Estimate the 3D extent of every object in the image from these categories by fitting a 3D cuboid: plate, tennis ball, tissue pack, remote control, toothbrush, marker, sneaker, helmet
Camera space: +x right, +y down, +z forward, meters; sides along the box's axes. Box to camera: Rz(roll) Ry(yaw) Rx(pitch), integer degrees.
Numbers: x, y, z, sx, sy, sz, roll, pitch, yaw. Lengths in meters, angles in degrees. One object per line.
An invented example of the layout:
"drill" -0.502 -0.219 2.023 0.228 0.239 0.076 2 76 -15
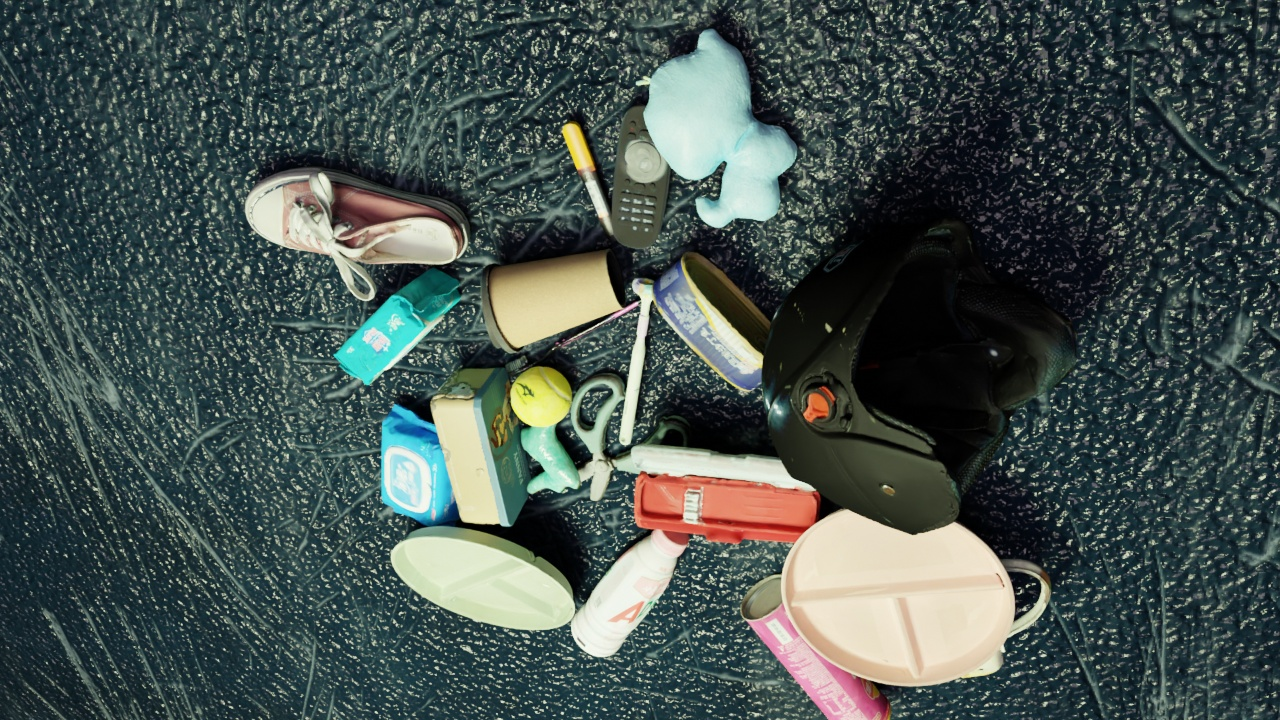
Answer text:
"plate" 0.262 0.239 0.946 0.230 0.028 0.230 8 118 15
"tennis ball" -0.106 0.039 0.980 0.065 0.065 0.065 6 119 11
"tissue pack" -0.251 -0.037 0.962 0.134 0.093 0.050 -38 99 29
"remote control" 0.002 -0.172 0.861 0.053 0.024 0.137 11 118 8
"toothbrush" -0.070 -0.027 0.966 0.190 0.014 0.018 -28 87 24
"marker" -0.045 -0.170 0.882 0.018 0.015 0.124 -12 117 22
"sneaker" -0.296 -0.134 0.924 0.241 0.087 0.118 11 120 8
"tissue pack" -0.256 0.132 1.067 0.095 0.052 0.157 20 122 20
"plate" -0.186 0.262 1.103 0.230 0.027 0.231 10 142 8
"helmet" 0.214 0.011 0.785 0.231 0.232 0.275 9 127 45
"toothbrush" -0.006 0.006 0.946 0.029 0.020 0.190 21 119 24

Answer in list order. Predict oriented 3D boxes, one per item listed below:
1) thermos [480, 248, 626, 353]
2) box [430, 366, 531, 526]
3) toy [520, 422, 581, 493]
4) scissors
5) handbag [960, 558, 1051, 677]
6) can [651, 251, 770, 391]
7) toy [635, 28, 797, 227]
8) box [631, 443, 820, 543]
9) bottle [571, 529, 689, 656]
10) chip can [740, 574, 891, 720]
"thermos" -0.091 -0.064 0.913 0.143 0.092 0.093 -14 114 12
"box" -0.172 0.101 1.019 0.063 0.089 0.184 -2 120 16
"toy" -0.105 0.112 1.033 0.097 0.030 0.092 -32 90 33
"scissors" -0.012 0.099 1.016 0.172 0.019 0.177 15 119 6
"handbag" 0.343 0.257 0.976 0.179 0.063 0.163 -9 114 25
"can" 0.078 -0.036 0.886 0.148 0.074 0.049 44 122 -11
"toy" 0.066 -0.202 0.811 0.156 0.049 0.162 15 109 -9
"box" 0.092 0.135 0.973 0.201 0.063 0.160 5 138 7
"bottle" -0.010 0.266 1.079 0.068 0.068 0.197 32 118 -4
"chip can" 0.204 0.345 1.061 0.072 0.071 0.210 -31 106 27
